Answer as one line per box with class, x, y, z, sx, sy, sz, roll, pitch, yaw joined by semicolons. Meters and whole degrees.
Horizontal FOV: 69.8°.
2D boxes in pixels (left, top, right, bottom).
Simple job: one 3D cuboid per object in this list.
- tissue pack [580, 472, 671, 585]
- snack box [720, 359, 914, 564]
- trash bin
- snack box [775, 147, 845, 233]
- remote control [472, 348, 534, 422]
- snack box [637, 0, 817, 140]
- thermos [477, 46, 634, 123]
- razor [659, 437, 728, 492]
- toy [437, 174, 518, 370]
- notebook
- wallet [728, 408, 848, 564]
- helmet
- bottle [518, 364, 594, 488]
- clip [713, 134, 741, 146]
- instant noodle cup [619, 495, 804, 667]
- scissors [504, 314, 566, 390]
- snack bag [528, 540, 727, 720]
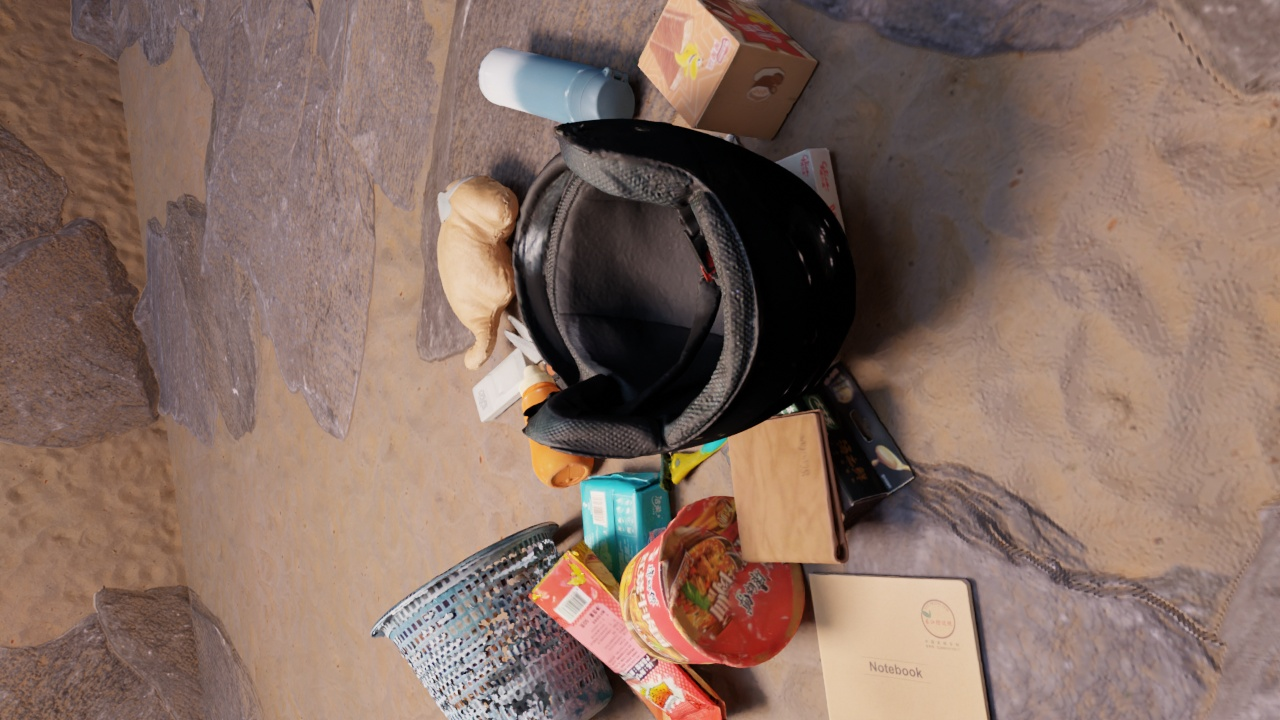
tissue pack;-0.011;0.178;0.913;0.093;0.050;0.133;-1;93;49
snack box;0.135;0.082;0.735;0.113;0.053;0.126;62;140;26
trash bin;-0.139;0.313;0.974;0.227;0.225;0.195;-45;72;42
snack box;0.098;-0.114;0.771;0.157;0.026;0.084;-13;89;50
remote control;-0.165;0.030;1.107;0.125;0.024;0.049;-38;64;46
snack box;0.070;-0.242;0.748;0.094;0.092;0.077;57;132;31
thermos;-0.090;-0.282;0.960;0.220;0.070;0.070;31;116;45
razor;0.059;0.075;0.837;0.133;0.028;0.043;-48;26;44
toy;-0.194;-0.106;1.088;0.143;0.082;0.226;22;112;56
notebook;0.200;0.268;0.699;0.148;0.008;0.207;-12;84;50
wallet;0.111;0.100;0.711;0.101;0.020;0.115;-16;81;52
helmet;0.019;-0.055;0.682;0.275;0.229;0.234;32;118;50
bottle;-0.100;0.066;1.006;0.067;0.066;0.149;-54;46;38
clip;0.082;-0.175;0.797;0.056;0.026;0.024;58;138;17
instant noodle cup;0.054;0.196;0.782;0.109;0.137;0.137;-42;61;54
scissors;-0.074;0.001;0.970;0.161;0.021;0.234;-49;60;38
snack bag;-0.011;0.268;0.863;0.208;0.073;0.129;45;146;8
